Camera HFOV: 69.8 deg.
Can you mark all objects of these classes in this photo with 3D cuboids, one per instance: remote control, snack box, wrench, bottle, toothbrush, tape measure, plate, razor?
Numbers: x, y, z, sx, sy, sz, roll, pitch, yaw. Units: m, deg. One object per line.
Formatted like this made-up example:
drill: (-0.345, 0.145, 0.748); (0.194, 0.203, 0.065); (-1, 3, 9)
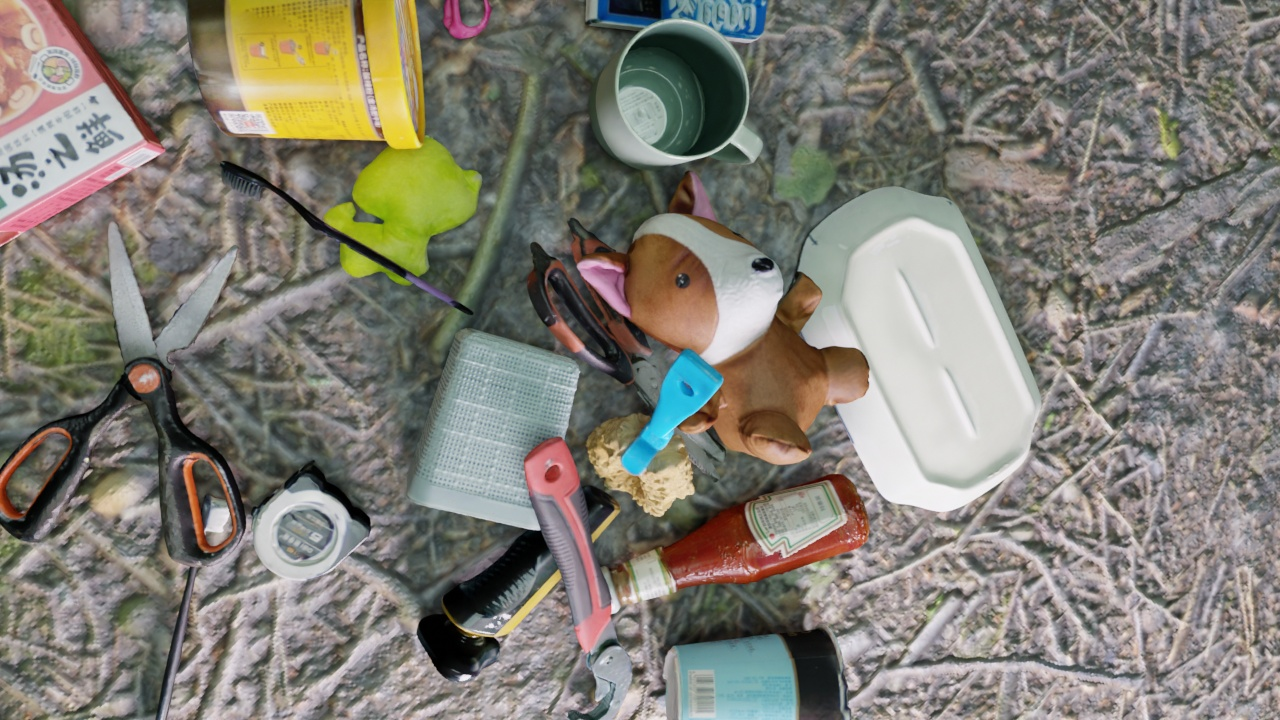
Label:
remote control: (0.025, -0.248, 0.629); (0.125, 0.024, 0.049); (2, 97, -15)
snack box: (-0.373, -0.142, 0.538); (0.127, 0.044, 0.113); (-33, 104, -7)
wrench: (-0.040, 0.159, 0.618); (0.056, 0.016, 0.274); (-28, 129, -28)
bottle: (0.064, 0.140, 0.675); (0.206, 0.060, 0.060); (-18, 101, -4)
toothbrush: (-0.304, 0.177, 0.613); (0.018, 0.016, 0.181); (14, 93, -24)
tape measure: (-0.224, 0.111, 0.614); (0.066, 0.033, 0.066); (-41, 103, -8)
plate: (0.221, -0.004, 0.704); (0.162, 0.034, 0.266); (-29, 103, -8)
razor: (-0.081, 0.153, 0.650); (0.167, 0.062, 0.067); (-43, 135, -10)
toothbrush: (-0.188, -0.075, 0.582); (0.189, 0.014, 0.017); (31, 104, 2)

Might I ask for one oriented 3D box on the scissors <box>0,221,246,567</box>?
scissors: (-0.322, 0.033, 0.580); (0.227, 0.022, 0.221); (-29, 96, -4)

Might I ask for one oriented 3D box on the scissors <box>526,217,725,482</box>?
scissors: (0.001, -0.005, 0.646); (0.204, 0.015, 0.198); (12, 65, -50)

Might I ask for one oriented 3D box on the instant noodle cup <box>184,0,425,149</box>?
instant noodle cup: (-0.193, -0.183, 0.543); (0.114, 0.118, 0.118); (-5, 99, -6)

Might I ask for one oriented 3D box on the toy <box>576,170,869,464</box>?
toy: (0.060, -0.024, 0.622); (0.139, 0.131, 0.199); (-41, 95, -34)

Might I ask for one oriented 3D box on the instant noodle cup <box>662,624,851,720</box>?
instant noodle cup: (0.080, 0.252, 0.676); (0.120, 0.111, 0.111); (1, 97, -6)

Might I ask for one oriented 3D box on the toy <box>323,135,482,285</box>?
toy: (-0.156, -0.100, 0.603); (0.096, 0.031, 0.100); (9, 96, -12)

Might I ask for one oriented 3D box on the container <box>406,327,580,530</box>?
container: (-0.097, 0.041, 0.608); (0.090, 0.090, 0.111); (15, 91, -15)

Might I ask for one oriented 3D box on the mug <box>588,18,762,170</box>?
mug: (0.025, -0.161, 0.598); (0.111, 0.106, 0.082); (28, 89, -15)

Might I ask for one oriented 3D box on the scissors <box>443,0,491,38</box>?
scissors: (-0.128, -0.276, 0.595); (0.133, 0.017, 0.134); (-8, 95, -16)

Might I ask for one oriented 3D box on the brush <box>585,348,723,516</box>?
brush: (0.011, 0.046, 0.562); (0.083, 0.255, 0.045); (41, 71, 6)
